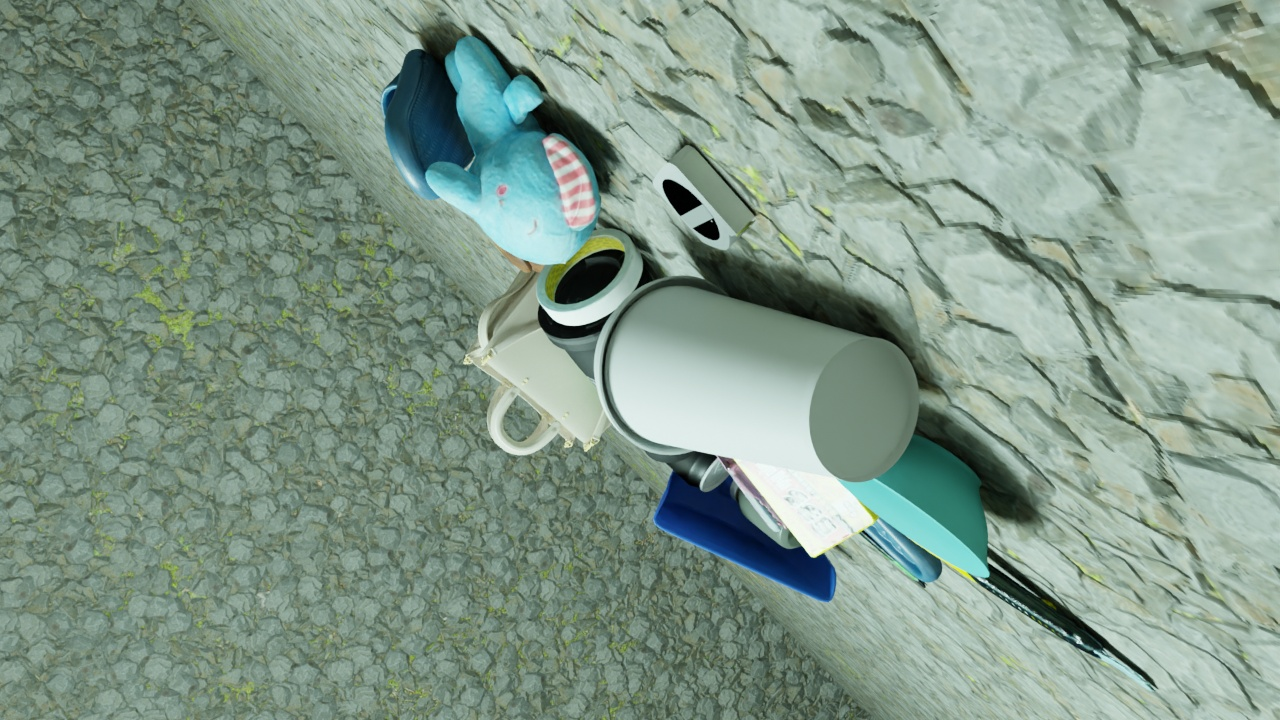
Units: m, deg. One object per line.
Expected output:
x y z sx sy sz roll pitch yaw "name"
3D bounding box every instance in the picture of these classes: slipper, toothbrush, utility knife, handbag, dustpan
-0.186 -0.200 0.777 0.213 0.059 0.104 -94 -18 -59 "slipper"
0.220 0.168 0.948 0.188 0.017 0.014 40 174 13 "toothbrush"
0.276 0.173 0.662 0.198 0.020 0.029 35 174 27 "utility knife"
-0.100 0.012 1.007 0.194 0.197 0.101 43 159 -25 "handbag"
0.170 0.123 0.809 0.214 0.059 0.104 41 173 16 "slipper"
0.116 0.193 1.200 0.245 0.059 0.257 26 -174 -11 "dustpan"

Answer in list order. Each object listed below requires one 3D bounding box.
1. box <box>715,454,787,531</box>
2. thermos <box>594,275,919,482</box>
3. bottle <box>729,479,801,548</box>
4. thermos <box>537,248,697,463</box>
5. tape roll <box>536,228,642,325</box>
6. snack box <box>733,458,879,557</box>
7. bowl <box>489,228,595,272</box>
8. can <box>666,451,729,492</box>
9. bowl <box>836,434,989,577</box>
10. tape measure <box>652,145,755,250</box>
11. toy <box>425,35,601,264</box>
0.097 0.098 0.953 0.098 0.041 0.232 46 -177 -16 "box"
0.069 0.014 0.600 0.131 0.131 0.222 49 163 -26 "thermos"
0.157 0.175 1.096 0.108 0.060 0.060 35 167 48 "bottle"
-0.005 0.005 0.861 0.106 0.105 0.219 36 163 47 "thermos"
-0.044 -0.072 0.778 0.094 0.094 0.019 36 168 46 "tape roll"
0.122 0.081 0.746 0.152 0.025 0.075 52 131 6 "snack box"
-0.107 -0.128 0.893 0.147 0.068 0.147 44 171 8 "bowl"
0.049 0.089 1.134 0.146 0.080 0.080 41 170 26 "can"
0.180 0.082 0.585 0.121 0.046 0.121 38 173 5 "bowl"
0.038 -0.095 0.550 0.064 0.016 0.065 47 171 -9 "tape measure"
-0.104 -0.151 0.696 0.180 0.114 0.184 59 158 -13 "toy"
